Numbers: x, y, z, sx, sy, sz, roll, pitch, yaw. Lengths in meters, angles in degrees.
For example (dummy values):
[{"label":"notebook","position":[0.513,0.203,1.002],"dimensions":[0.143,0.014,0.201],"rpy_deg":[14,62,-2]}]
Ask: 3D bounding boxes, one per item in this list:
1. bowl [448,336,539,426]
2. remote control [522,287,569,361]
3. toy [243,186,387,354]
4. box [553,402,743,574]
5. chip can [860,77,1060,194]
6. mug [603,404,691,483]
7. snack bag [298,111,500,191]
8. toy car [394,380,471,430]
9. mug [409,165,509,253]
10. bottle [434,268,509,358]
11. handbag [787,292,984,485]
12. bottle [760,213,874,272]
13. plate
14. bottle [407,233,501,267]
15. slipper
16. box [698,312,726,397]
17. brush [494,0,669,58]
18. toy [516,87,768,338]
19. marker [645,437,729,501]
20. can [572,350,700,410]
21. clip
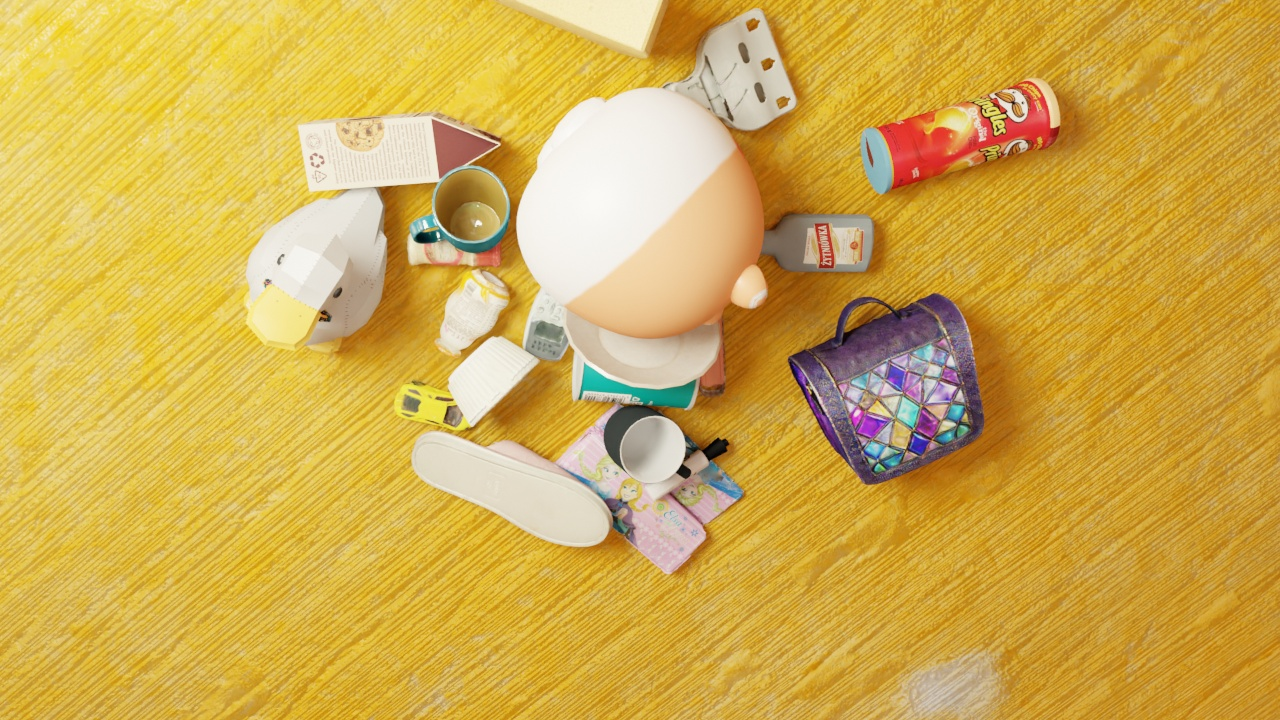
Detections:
[{"label":"bowl","position":[-0.185,0.019,1.117],"dimensions":[0.115,0.115,0.062],"rpy_deg":[-44,93,7]},{"label":"remote control","position":[-0.106,-0.056,1.140],"dimensions":[0.060,0.028,0.114],"rpy_deg":[20,105,-13]},{"label":"toy","position":[-0.346,-0.094,0.987],"dimensions":[0.141,0.268,0.246],"rpy_deg":[32,62,-16]},{"label":"box","position":[0.015,0.163,1.232],"dimensions":[0.159,0.035,0.230],"rpy_deg":[-45,109,3]},{"label":"chip can","position":[0.383,-0.270,1.107],"dimensions":[0.213,0.087,0.087],"rpy_deg":[-17,110,-1]},{"label":"mug","position":[0.015,0.111,1.156],"dimensions":[0.121,0.094,0.085],"rpy_deg":[36,87,-19]},{"label":"snack bag","position":[-0.260,-0.237,1.023],"dimensions":[0.206,0.094,0.070],"rpy_deg":[-6,109,-6]},{"label":"toy car","position":[-0.256,0.059,1.158],"dimensions":[0.107,0.030,0.049],"rpy_deg":[14,105,-13]},{"label":"mug","position":[-0.201,-0.156,1.022],"dimensions":[0.112,0.104,0.084],"rpy_deg":[-19,88,-8]},{"label":"bottle","position":[-0.207,-0.055,1.110],"dimensions":[0.063,0.063,0.108],"rpy_deg":[33,102,-17]},{"label":"handbag","position":[0.314,0.022,1.174],"dimensions":[0.205,0.125,0.222],"rpy_deg":[-24,109,0]},{"label":"bottle","position":[0.205,-0.147,1.144],"dimensions":[0.161,0.046,0.072],"rpy_deg":[0,108,-8]},{"label":"plate","position":[0.001,-0.034,1.086],"dimensions":[0.188,0.188,0.027],"rpy_deg":[5,140,-10]},{"label":"bottle","position":[-0.220,-0.132,1.092],"dimensions":[0.109,0.044,0.044],"rpy_deg":[1,108,-8]},{"label":"slipper","position":[-0.162,0.158,1.182],"dimensions":[0.274,0.054,0.114],"rpy_deg":[24,123,-2]},{"label":"box","position":[0.086,-0.040,1.165],"dimensions":[0.058,0.053,0.187],"rpy_deg":[-22,115,-35]},{"label":"brush","position":[-0.096,-0.393,0.941],"dimensions":[0.250,0.195,0.075],"rpy_deg":[18,105,-13]},{"label":"toy","position":[0.011,-0.151,0.997],"dimensions":[0.280,0.263,0.265],"rpy_deg":[45,73,-9]},{"label":"marker","position":[0.064,0.141,1.212],"dimensions":[0.125,0.025,0.025],"rpy_deg":[-33,110,-9]},{"label":"can","position":[-0.007,0.007,1.137],"dimensions":[0.144,0.099,0.099],"rpy_deg":[5,107,-10]},{"label":"clip","position":[0.097,-0.322,1.071],"dimensions":[0.147,0.081,0.125],"rpy_deg":[-26,108,3]}]
